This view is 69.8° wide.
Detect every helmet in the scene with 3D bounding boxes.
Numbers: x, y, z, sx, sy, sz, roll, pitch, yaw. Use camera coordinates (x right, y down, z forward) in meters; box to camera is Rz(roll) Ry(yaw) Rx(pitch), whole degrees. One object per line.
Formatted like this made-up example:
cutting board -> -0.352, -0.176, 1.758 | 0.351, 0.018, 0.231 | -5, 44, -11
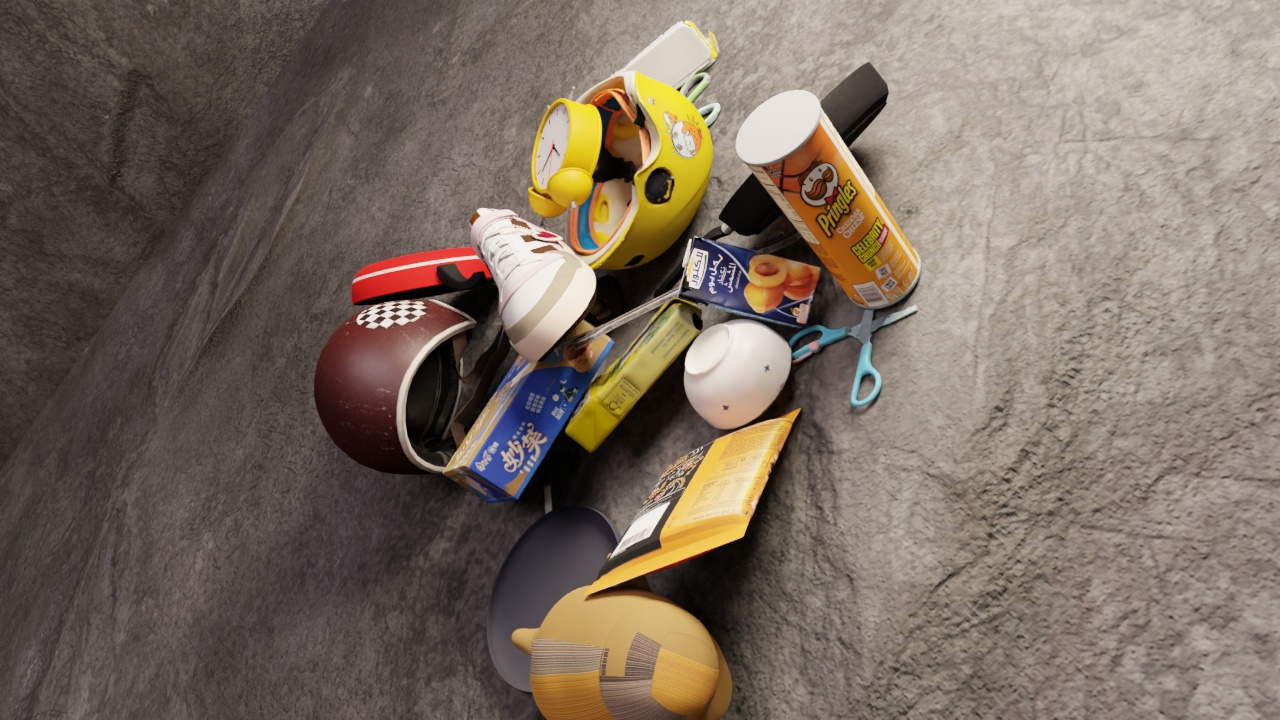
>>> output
helmet -> -0.276, 0.027, 1.153 | 0.254, 0.233, 0.233 | 13, 111, 32
helmet -> 0.004, -0.210, 1.083 | 0.209, 0.139, 0.240 | 12, 95, 61

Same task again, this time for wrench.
wrench -> 0.045, -0.074, 0.952 | 0.273, 0.010, 0.070 | -27, 10, -2

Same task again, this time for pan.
pan -> -0.098, 0.190, 1.017 | 0.199, 0.021, 0.355 | -34, 44, 26
pan -> -0.262, -0.113, 1.205 | 0.357, 0.208, 0.067 | -6, 96, 64
pan -> 0.122, -0.160, 0.953 | 0.357, 0.044, 0.203 | -47, -3, 42

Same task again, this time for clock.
clock -> -0.090, -0.229, 1.058 | 0.114, 0.052, 0.152 | -8, 75, 60

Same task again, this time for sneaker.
sneaker -> -0.131, -0.102, 0.985 | 0.112, 0.116, 0.293 | -45, 25, 10

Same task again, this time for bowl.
bowl -> 0.086, 0.005, 0.900 | 0.114, 0.063, 0.113 | -37, 32, 27

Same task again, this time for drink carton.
drink carton -> 0.104, -0.076, 0.899 | 0.040, 0.130, 0.064 | 86, -161, -89

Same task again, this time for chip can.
chip can -> 0.169, -0.133, 0.799 | 0.075, 0.215, 0.075 | -23, 48, 27

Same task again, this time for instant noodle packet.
instant noodle packet -> 0.054, 0.121, 0.821 | 0.160, 0.032, 0.220 | -28, 11, 30

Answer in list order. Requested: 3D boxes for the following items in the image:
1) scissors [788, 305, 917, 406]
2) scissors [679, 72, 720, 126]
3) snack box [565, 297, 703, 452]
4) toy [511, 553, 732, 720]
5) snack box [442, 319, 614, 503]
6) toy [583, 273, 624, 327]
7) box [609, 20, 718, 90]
scissors -> 0.197, -0.011, 0.857 | 0.135, 0.015, 0.135 | -27, 48, 34
scissors -> 0.036, -0.312, 1.210 | 0.171, 0.028, 0.138 | -14, 58, 34
snack box -> -0.006, 0.006, 0.978 | 0.181, 0.045, 0.121 | -49, 6, 12
toy -> -0.004, 0.259, 0.774 | 0.204, 0.162, 0.198 | -29, 44, 60
snack box -> -0.128, 0.055, 1.024 | 0.202, 0.069, 0.155 | -59, 11, -19
toy -> -0.058, -0.083, 1.115 | 0.076, 0.062, 0.100 | -54, 56, 32
box -> 0.007, -0.385, 1.247 | 0.210, 0.079, 0.080 | -30, 31, 29
